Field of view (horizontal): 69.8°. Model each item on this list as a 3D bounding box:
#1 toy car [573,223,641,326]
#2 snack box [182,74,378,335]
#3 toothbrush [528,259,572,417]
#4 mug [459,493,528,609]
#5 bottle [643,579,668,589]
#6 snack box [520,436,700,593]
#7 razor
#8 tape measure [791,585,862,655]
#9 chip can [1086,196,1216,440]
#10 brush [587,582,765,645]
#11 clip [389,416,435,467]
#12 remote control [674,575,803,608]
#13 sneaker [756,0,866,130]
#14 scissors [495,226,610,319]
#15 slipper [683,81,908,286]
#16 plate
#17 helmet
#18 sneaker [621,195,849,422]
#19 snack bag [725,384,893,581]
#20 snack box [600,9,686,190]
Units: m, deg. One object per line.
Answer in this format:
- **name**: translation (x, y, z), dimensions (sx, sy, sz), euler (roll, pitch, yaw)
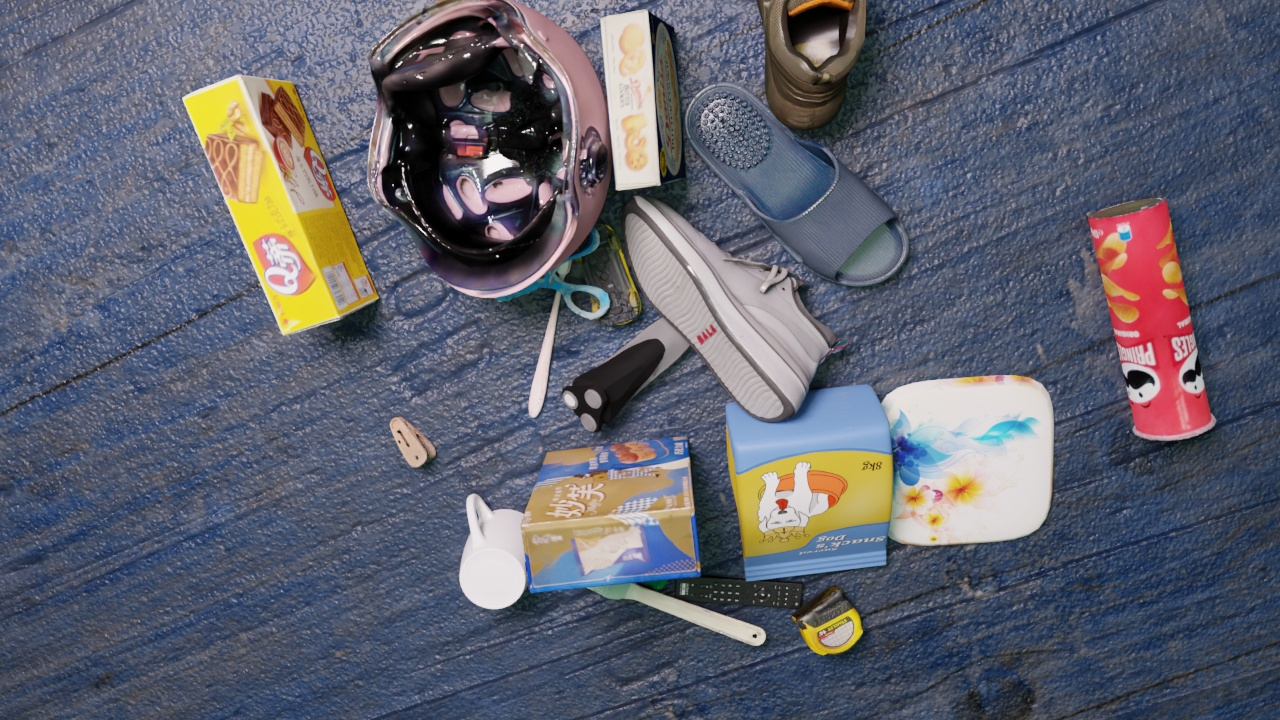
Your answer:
- **toy car**: translation (-0.034, -0.086, 0.924), dimensions (0.049, 0.030, 0.107), euler (-15, 100, 16)
- **snack box**: translation (-0.337, -0.148, 0.878), dimensions (0.062, 0.110, 0.230), euler (-17, 102, 9)
- **toothbrush**: translation (-0.094, -0.025, 0.949), dimensions (0.015, 0.018, 0.181), euler (13, 104, -1)
- **mug**: translation (-0.156, 0.197, 0.966), dimensions (0.081, 0.087, 0.114), euler (-25, 101, 7)
- **bottle**: translation (-0.019, 0.206, 0.989), dimensions (0.111, 0.043, 0.043), euler (27, 102, -4)
- **snack box**: translation (-0.024, 0.143, 0.891), dimensions (0.155, 0.202, 0.069), euler (-7, 102, 3)
- **razor**: translation (-0.005, 0.006, 0.937), dimensions (0.156, 0.060, 0.057), euler (-39, 88, -10)
- **tape measure**: translation (0.206, 0.289, 1.003), dimensions (0.065, 0.037, 0.064), euler (-35, 95, -5)
- **chip can**: translation (0.501, -0.041, 0.900), dimensions (0.073, 0.073, 0.233), euler (-17, 101, 5)
- **brush**: translation (0.034, 0.269, 1.009), dimensions (0.217, 0.012, 0.033), euler (20, 106, 2)
- **clip**: translation (-0.242, 0.086, 0.979), dimensions (0.024, 0.039, 0.060), euler (-35, 77, 8)
- **remote control**: translation (0.108, 0.255, 1.013), dimensions (0.140, 0.009, 0.030), euler (4, 103, 1)
- **sneaker**: translation (0.146, -0.333, 0.791), dimensions (0.101, 0.143, 0.238), euler (0, 88, 3)
- **scissors**: translation (-0.093, -0.097, 0.918), dimensions (0.140, 0.013, 0.114), euler (14, 109, 17)
- **slipper**: translation (0.148, -0.162, 0.877), dimensions (0.263, 0.082, 0.101), euler (39, 103, -7)
- **plate**: translation (0.344, 0.110, 0.968), dimensions (0.187, 0.016, 0.187), euler (-4, 103, 3)
- **helmet**: translation (-0.123, -0.190, 0.831), dimensions (0.230, 0.152, 0.255), euler (-8, 97, 29)
- **sneaker**: translation (0.092, -0.072, 0.899), dimensions (0.128, 0.097, 0.263), euler (-37, 83, -29)
- **snack bag**: translation (0.175, 0.139, 0.945), dimensions (0.159, 0.102, 0.205), euler (-8, 117, 3)
- **snack box**: translation (0.006, -0.231, 0.829), dimensions (0.043, 0.144, 0.144), euler (-2, 104, 12)
